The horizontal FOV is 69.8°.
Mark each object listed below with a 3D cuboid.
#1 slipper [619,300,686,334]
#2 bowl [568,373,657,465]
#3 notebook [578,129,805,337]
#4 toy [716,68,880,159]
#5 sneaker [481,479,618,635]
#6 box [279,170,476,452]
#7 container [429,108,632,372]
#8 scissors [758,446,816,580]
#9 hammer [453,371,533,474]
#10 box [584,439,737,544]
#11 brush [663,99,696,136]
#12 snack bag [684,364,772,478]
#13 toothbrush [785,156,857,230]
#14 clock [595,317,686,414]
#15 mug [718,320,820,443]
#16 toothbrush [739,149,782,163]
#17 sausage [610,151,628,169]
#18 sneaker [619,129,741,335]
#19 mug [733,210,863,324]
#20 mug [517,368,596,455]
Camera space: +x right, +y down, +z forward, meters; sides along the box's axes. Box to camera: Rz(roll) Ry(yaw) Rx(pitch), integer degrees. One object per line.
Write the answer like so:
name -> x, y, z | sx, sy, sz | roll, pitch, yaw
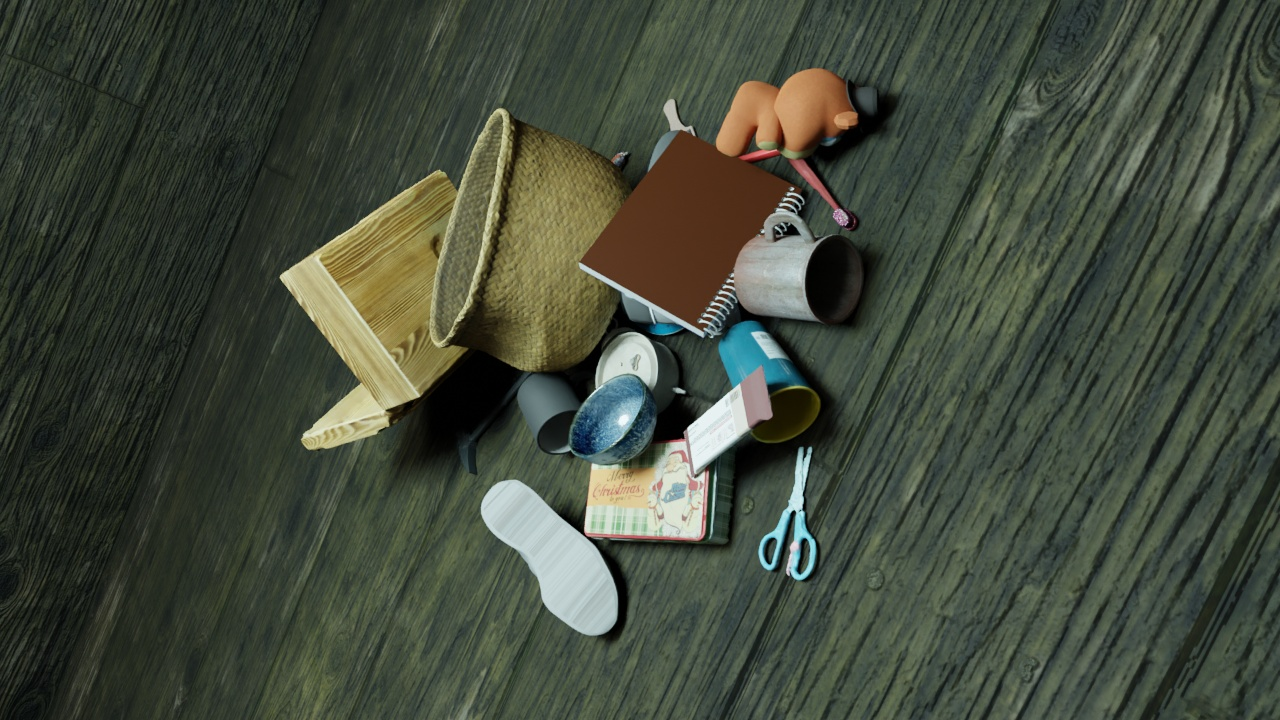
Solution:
slipper -> -0.012, -0.127, 1.199 | 0.118, 0.060, 0.295 | -60, 40, 17
bowl -> -0.022, 0.078, 1.049 | 0.115, 0.061, 0.114 | -31, 34, 24
notebook -> 0.061, -0.145, 1.023 | 0.171, 0.022, 0.208 | 30, 72, 15
toy -> 0.171, -0.271, 1.001 | 0.176, 0.096, 0.111 | -12, 31, 30
sneaker -> -0.100, 0.246, 1.140 | 0.099, 0.089, 0.236 | -44, 63, -2
box -> -0.388, -0.051, 1.378 | 0.337, 0.286, 0.278 | -21, 21, 39
container -> -0.136, -0.141, 1.173 | 0.308, 0.196, 0.306 | -43, 40, 52
scissors -> 0.152, 0.152, 0.934 | 0.076, 0.015, 0.141 | -13, 59, 48
hammer -> -0.176, 0.038, 1.355 | 0.326, 0.015, 0.095 | -47, 44, 25
box -> 0.019, 0.152, 1.055 | 0.206, 0.050, 0.117 | -8, 68, 48
brush -> 0.048, -0.306, 1.236 | 0.050, 0.015, 0.135 | -37, 49, 32
snack bag -> 0.087, 0.065, 0.934 | 0.158, 0.013, 0.057 | -47, 42, 50
toothbrush -> 0.185, -0.208, 1.022 | 0.016, 0.016, 0.189 | -52, 48, 28
clock -> -0.007, 0.006, 1.137 | 0.104, 0.061, 0.156 | -48, 52, 26
mug -> 0.129, 0.017, 0.966 | 0.078, 0.078, 0.121 | -49, 39, 24
toothbrush -> 0.120, -0.239, 1.128 | 0.213, 0.012, 0.018 | -5, 71, 48
sausage -> -0.066, -0.245, 1.341 | 0.156, 0.020, 0.020 | -49, 43, 23
sneaker -> 0.076, -0.154, 1.078 | 0.160, 0.093, 0.256 | 10, 69, 15
mug -> 0.156, -0.099, 0.947 | 0.110, 0.123, 0.096 | 6, 37, 48
mug -> -0.100, 0.058, 1.219 | 0.113, 0.078, 0.088 | -33, 46, 1
